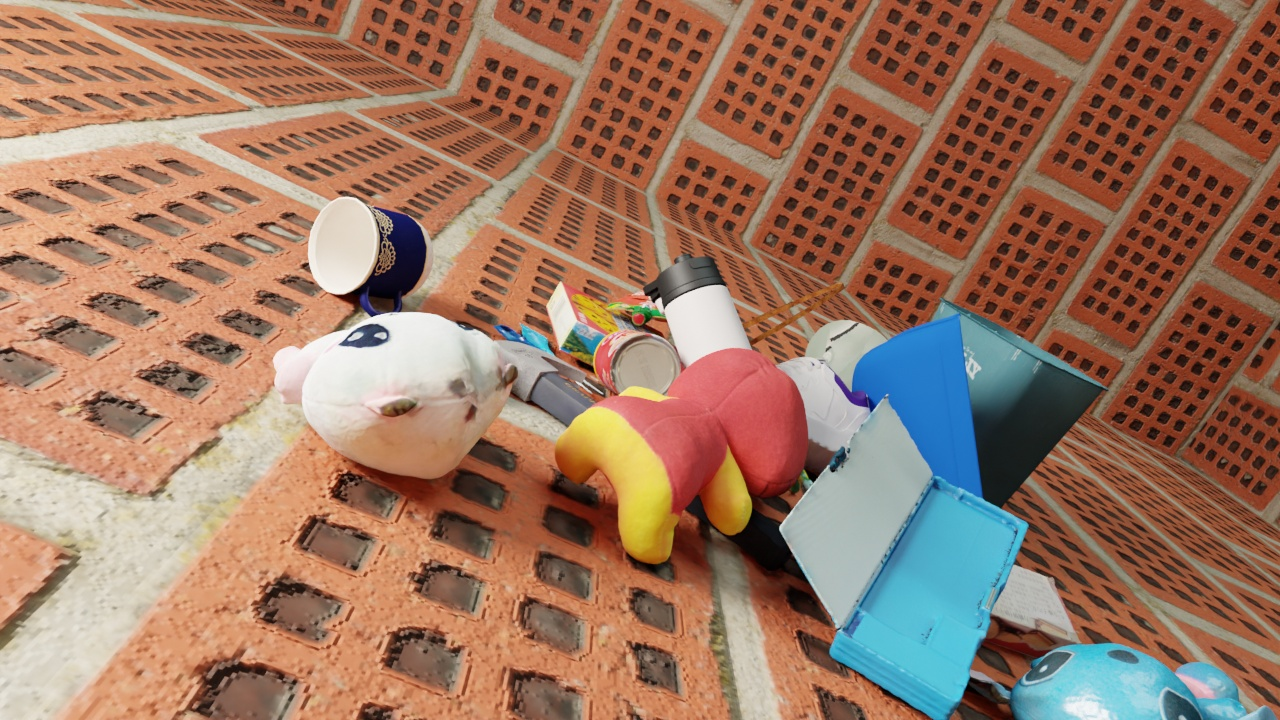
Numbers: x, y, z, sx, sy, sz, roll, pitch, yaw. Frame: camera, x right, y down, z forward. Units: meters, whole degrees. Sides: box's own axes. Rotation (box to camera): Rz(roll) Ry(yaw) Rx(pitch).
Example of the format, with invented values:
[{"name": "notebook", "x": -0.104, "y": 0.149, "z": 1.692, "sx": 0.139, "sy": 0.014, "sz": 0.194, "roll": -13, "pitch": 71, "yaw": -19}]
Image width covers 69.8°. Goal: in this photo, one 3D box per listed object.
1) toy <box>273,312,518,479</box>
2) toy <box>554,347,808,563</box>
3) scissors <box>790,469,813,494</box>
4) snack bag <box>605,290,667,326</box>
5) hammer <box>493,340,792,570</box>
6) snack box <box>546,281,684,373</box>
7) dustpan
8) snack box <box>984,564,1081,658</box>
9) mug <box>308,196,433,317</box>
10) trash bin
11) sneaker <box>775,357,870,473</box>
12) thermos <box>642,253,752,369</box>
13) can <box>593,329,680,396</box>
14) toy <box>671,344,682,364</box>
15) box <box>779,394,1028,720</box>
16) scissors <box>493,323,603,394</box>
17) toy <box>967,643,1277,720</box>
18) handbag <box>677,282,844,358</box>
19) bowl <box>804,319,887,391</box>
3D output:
[{"name": "toy", "x": -0.169, "y": 0.015, "z": 0.601, "sx": 0.180, "sy": 0.101, "sz": 0.138, "roll": 15, "pitch": 19, "yaw": 35}, {"name": "toy", "x": 0.048, "y": 0.060, "z": 0.700, "sx": 0.215, "sy": 0.099, "sz": 0.147, "roll": -20, "pitch": 62, "yaw": -41}, {"name": "scissors", "x": 0.149, "y": 0.100, "z": 0.863, "sx": 0.108, "sy": 0.012, "sz": 0.132, "roll": 59, "pitch": -9, "yaw": 38}, {"name": "snack bag", "x": 0.011, "y": -0.057, "z": 1.066, "sx": 0.087, "sy": 0.044, "sz": 0.155, "roll": 11, "pitch": 13, "yaw": 9}, {"name": "hammer", "x": -0.008, "y": 0.076, "z": 0.772, "sx": 0.312, "sy": 0.035, "sz": 0.139, "roll": 34, "pitch": 15, "yaw": 19}, {"name": "snack box", "x": -0.028, "y": -0.022, "z": 1.022, "sx": 0.145, "sy": 0.040, "sz": 0.142, "roll": 26, "pitch": 14, "yaw": -20}, {"name": "dustpan", "x": 0.276, "y": 0.072, "z": 1.057, "sx": 0.059, "sy": 0.245, "sz": 0.258, "roll": -17, "pitch": 10, "yaw": -42}, {"name": "snack box", "x": 0.261, "y": 0.193, "z": 0.804, "sx": 0.272, "sy": 0.044, "sz": 0.076, "roll": 21, "pitch": 36, "yaw": -20}, {"name": "mug", "x": -0.236, "y": -0.087, "z": 0.841, "sx": 0.089, "sy": 0.086, "sz": 0.111, "roll": 5, "pitch": 62, "yaw": -59}, {"name": "trash bin", "x": 0.450, "y": 0.067, "z": 1.223, "sx": 0.199, "sy": 0.219, "sz": 0.196, "roll": 18, "pitch": 18, "yaw": -31}, {"name": "sneaker", "x": 0.156, "y": 0.037, "z": 0.975, "sx": 0.244, "sy": 0.111, "sz": 0.092, "roll": 24, "pitch": -25, "yaw": -26}, {"name": "thermos", "x": 0.069, "y": 0.014, "z": 0.865, "sx": 0.068, "sy": 0.101, "sz": 0.229, "roll": -12, "pitch": 74, "yaw": -27}, {"name": "can", "x": -0.005, "y": 0.005, "z": 0.881, "sx": 0.066, "sy": 0.066, "sz": 0.124, "roll": 25, "pitch": -1, "yaw": -10}, {"name": "toy", "x": 0.107, "y": 0.016, "z": 1.098, "sx": 0.123, "sy": 0.067, "sz": 0.157, "roll": 7, "pitch": 30, "yaw": -49}, {"name": "box", "x": 0.203, "y": 0.147, "z": 0.721, "sx": 0.175, "sy": 0.060, "sz": 0.242, "roll": 44, "pitch": 38, "yaw": 9}, {"name": "scissors", "x": -0.093, "y": 0.000, "z": 0.915, "sx": 0.135, "sy": 0.016, "sz": 0.083, "roll": 41, "pitch": 16, "yaw": 27}, {"name": "toy", "x": 0.347, "y": 0.255, "z": 0.688, "sx": 0.224, "sy": 0.099, "sz": 0.191, "roll": 5, "pitch": -4, "yaw": 39}, {"name": "handbag", "x": 0.132, "y": -0.045, "z": 1.001, "sx": 0.043, "sy": 0.196, "sz": 0.093, "roll": 63, "pitch": 3, "yaw": -13}, {"name": "bowl", "x": 0.257, "y": 0.039, "z": 1.167, "sx": 0.067, "sy": 0.175, "sz": 0.174, "roll": -28, "pitch": 51, "yaw": -34}]
